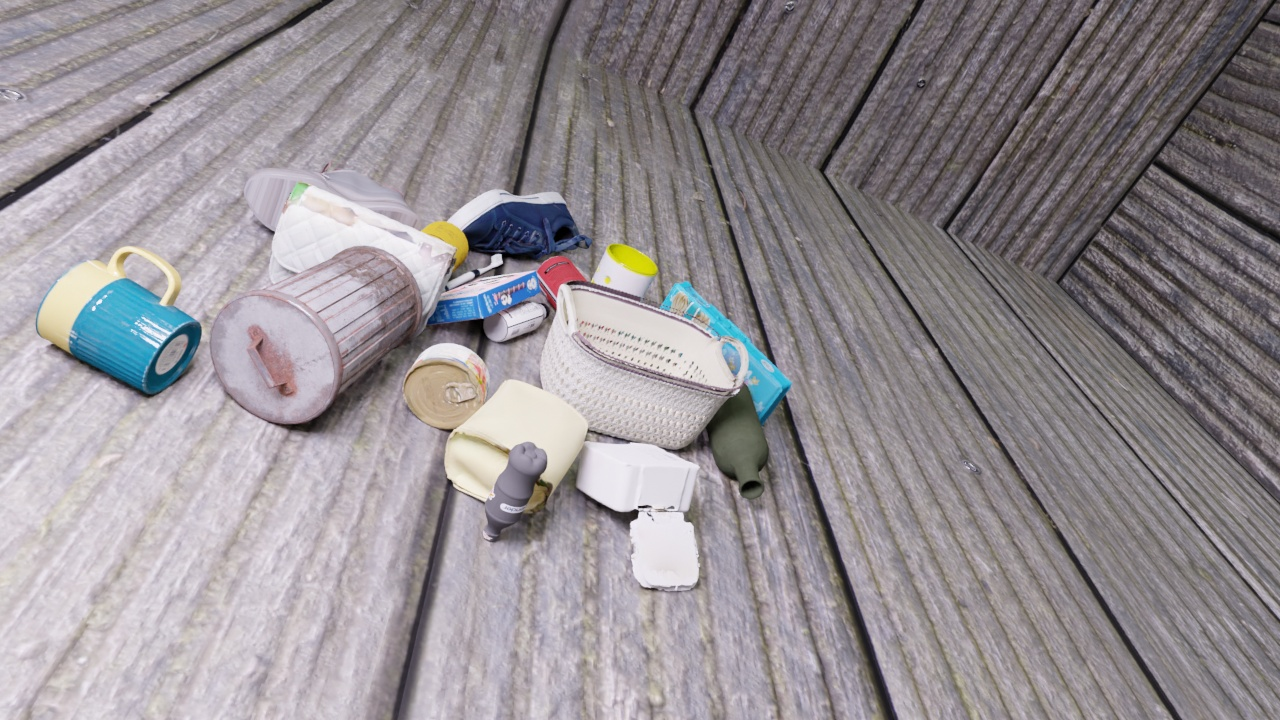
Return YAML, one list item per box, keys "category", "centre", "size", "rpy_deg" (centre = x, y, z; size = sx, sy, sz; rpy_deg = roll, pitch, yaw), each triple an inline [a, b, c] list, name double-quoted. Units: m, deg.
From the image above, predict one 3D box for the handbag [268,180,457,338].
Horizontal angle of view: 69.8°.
- category: "handbag"
  centre: [-0.320, -0.109, 1.054]
  size: [0.195, 0.139, 0.072]
  rpy_deg: [21, 34, -11]

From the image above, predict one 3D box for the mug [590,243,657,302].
- category: "mug"
  centre: [-0.033, -0.108, 1.366]
  size: [0.082, 0.106, 0.082]
  rpy_deg: [22, 27, -12]

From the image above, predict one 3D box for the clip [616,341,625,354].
- category: "clip"
  centre: [-0.036, -0.027, 1.312]
  size: [0.051, 0.033, 0.013]
  rpy_deg: [39, 27, 19]

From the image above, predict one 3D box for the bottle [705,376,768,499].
- category: "bottle"
  centre: [0.124, 0.101, 1.183]
  size: [0.071, 0.072, 0.206]
  rpy_deg: [20, 27, -17]

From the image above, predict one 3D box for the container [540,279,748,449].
- category: "container"
  centre: [-0.007, 0.007, 1.144]
  size: [0.251, 0.143, 0.184]
  rpy_deg: [16, 30, -24]

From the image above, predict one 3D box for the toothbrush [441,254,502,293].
- category: "toothbrush"
  centre: [-0.240, -0.122, 1.292]
  size: [0.012, 0.017, 0.186]
  rpy_deg: [3, 20, 19]

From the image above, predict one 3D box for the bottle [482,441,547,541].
- category: "bottle"
  centre: [-0.121, 0.125, 0.853]
  size: [0.036, 0.110, 0.036]
  rpy_deg: [22, 27, -12]

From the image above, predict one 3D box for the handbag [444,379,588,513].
- category: "handbag"
  centre: [-0.125, 0.089, 0.930]
  size: [0.111, 0.081, 0.119]
  rpy_deg: [23, 32, 9]

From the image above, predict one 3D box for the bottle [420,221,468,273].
- category: "bottle"
  centre: [-0.282, -0.126, 1.193]
  size: [0.071, 0.071, 0.163]
  rpy_deg: [27, 26, -4]

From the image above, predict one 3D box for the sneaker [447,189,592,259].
- category: "sneaker"
  centre: [-0.178, -0.190, 1.401]
  size: [0.127, 0.121, 0.293]
  rpy_deg: [56, 28, 9]

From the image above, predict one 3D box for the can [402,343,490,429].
- category: "can"
  centre: [-0.205, 0.027, 0.975]
  size: [0.086, 0.086, 0.043]
  rpy_deg: [25, 26, -7]

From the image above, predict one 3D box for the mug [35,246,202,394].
- category: "mug"
  centre: [-0.458, -0.042, 0.823]
  size: [0.107, 0.113, 0.083]
  rpy_deg: [30, 4, 0]

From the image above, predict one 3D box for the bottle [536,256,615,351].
- category: "bottle"
  centre: [-0.087, -0.078, 1.309]
  size: [0.062, 0.062, 0.176]
  rpy_deg: [4, 35, -40]

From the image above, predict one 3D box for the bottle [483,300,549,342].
- category: "bottle"
  centre: [-0.160, -0.056, 1.222]
  size: [0.041, 0.041, 0.115]
  rpy_deg: [36, 27, 15]

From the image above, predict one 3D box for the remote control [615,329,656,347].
- category: "remote control"
  centre: [0.000, -0.038, 1.374]
  size: [0.038, 0.018, 0.125]
  rpy_deg: [42, 30, 27]

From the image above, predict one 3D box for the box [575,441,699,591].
- category: "box"
  centre: [0.011, 0.150, 0.970]
  size: [0.111, 0.101, 0.189]
  rpy_deg: [6, 28, -35]

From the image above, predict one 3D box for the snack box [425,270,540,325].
- category: "snack box"
  centre: [-0.204, -0.082, 1.185]
  size: [0.088, 0.033, 0.153]
  rpy_deg: [-6, 14, 24]

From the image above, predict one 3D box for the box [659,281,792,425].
- category: "box"
  centre: [0.112, -0.009, 1.322]
  size: [0.227, 0.094, 0.039]
  rpy_deg: [46, 34, 22]

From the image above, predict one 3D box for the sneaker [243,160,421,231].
- category: "sneaker"
  centre: [-0.407, -0.211, 1.202]
  size: [0.235, 0.099, 0.089]
  rpy_deg: [12, 31, -45]

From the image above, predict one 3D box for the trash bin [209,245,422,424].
- category: "trash bin"
  centre: [-0.320, -0.031, 0.921]
  size: [0.131, 0.131, 0.210]
  rpy_deg: [29, 24, 1]
